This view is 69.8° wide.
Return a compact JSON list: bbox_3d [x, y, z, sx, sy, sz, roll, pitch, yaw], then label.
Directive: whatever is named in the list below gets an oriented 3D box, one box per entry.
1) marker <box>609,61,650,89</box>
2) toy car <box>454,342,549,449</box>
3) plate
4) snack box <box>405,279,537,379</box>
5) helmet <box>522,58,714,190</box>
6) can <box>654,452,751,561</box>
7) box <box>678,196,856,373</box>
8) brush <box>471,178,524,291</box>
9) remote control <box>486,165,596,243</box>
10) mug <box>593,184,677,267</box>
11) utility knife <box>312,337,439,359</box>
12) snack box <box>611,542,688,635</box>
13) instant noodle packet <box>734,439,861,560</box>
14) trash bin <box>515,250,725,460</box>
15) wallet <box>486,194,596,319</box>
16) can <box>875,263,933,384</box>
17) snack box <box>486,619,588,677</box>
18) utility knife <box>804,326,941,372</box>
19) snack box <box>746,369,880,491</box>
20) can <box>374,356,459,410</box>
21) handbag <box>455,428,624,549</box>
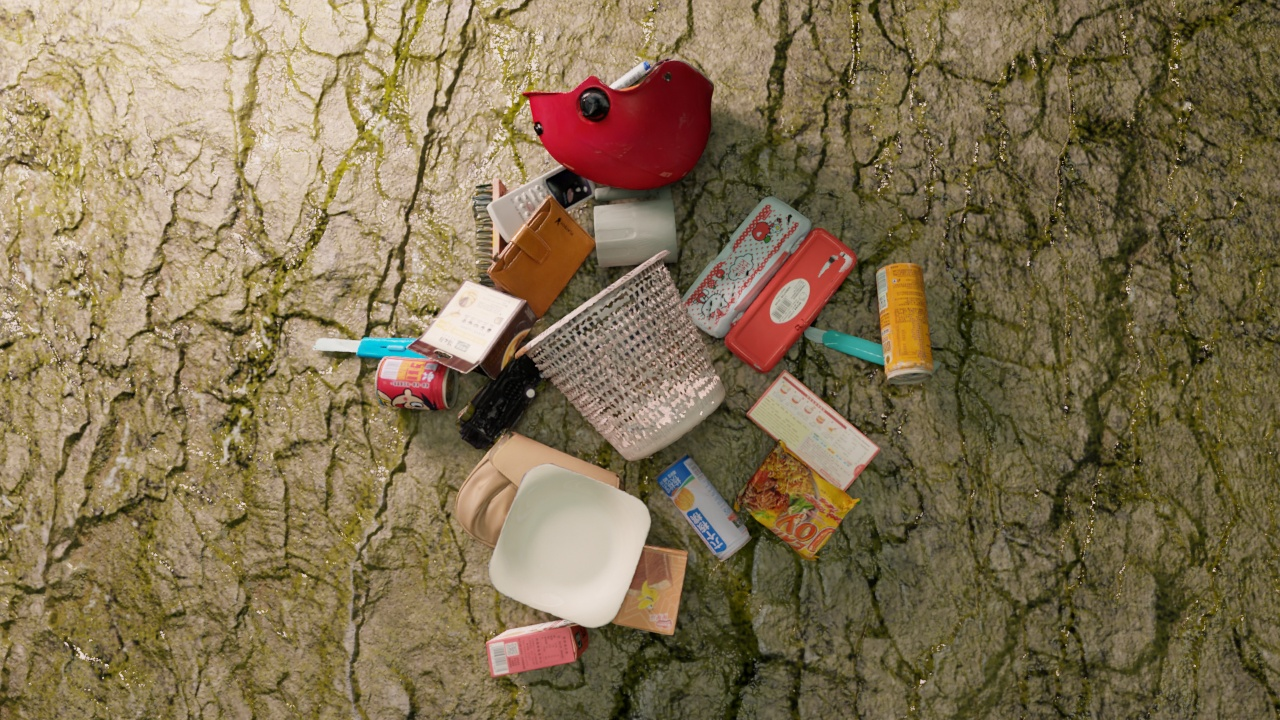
[{"bbox_3d":[-0.048,-0.362,1.256,0.146,0.017,0.017,-36,81,0],"label":"marker"},{"bbox_3d":[-0.176,0.046,1.195,0.070,0.042,0.158,39,88,-19],"label":"toy car"},{"bbox_3d":[-0.082,0.217,1.080,0.163,0.034,0.164,22,83,1],"label":"plate"},{"bbox_3d":[-0.215,-0.035,1.175,0.113,0.053,0.125,21,68,32],"label":"snack box"},{"bbox_3d":[-0.022,-0.286,1.159,0.240,0.206,0.144,-6,99,7],"label":"helmet"},{"bbox_3d":[0.079,0.185,1.153,0.053,0.053,0.134,-38,81,-1],"label":"can"},{"bbox_3d":[0.164,-0.101,1.190,0.161,0.050,0.201,38,86,13],"label":"box"},{"bbox_3d":[-0.183,-0.163,1.218,0.073,0.063,0.145,-2,83,3],"label":"brush"},{"bbox_3d":[-0.127,-0.211,1.207,0.149,0.021,0.058,-34,100,-23],"label":"remote control"},{"bbox_3d":[-0.007,-0.181,1.199,0.103,0.084,0.123,-6,60,0],"label":"mug"},{"bbox_3d":[-0.342,-0.015,1.236,0.208,0.018,0.034,3,83,7],"label":"utility knife"},{"bbox_3d":[0.014,0.277,1.127,0.077,0.093,0.094,10,83,6],"label":"snack box"},{"bbox_3d":[0.192,0.178,1.140,0.128,0.044,0.111,37,107,9],"label":"instant noodle packet"},{"bbox_3d":[-0.007,0.005,1.118,0.227,0.227,0.192,-35,93,0],"label":"trash bin"},{"bbox_3d":[-0.132,-0.137,1.188,0.035,0.119,0.130,28,78,46],"label":"wallet"},{"bbox_3d":[0.330,-0.047,1.149,0.058,0.058,0.146,-2,73,5],"label":"can"},{"bbox_3d":[-0.112,0.345,1.119,0.127,0.113,0.044,-12,80,3],"label":"snack box"},{"bbox_3d":[0.295,-0.014,1.181,0.178,0.013,0.029,18,82,11],"label":"utility knife"},{"bbox_3d":[0.218,0.091,1.167,0.156,0.027,0.077,41,88,9],"label":"snack box"},{"bbox_3d":[-0.291,0.030,1.200,0.094,0.066,0.066,4,83,5],"label":"can"},{"bbox_3d":[-0.123,0.183,1.147,0.204,0.100,0.148,22,90,2],"label":"handbag"}]
